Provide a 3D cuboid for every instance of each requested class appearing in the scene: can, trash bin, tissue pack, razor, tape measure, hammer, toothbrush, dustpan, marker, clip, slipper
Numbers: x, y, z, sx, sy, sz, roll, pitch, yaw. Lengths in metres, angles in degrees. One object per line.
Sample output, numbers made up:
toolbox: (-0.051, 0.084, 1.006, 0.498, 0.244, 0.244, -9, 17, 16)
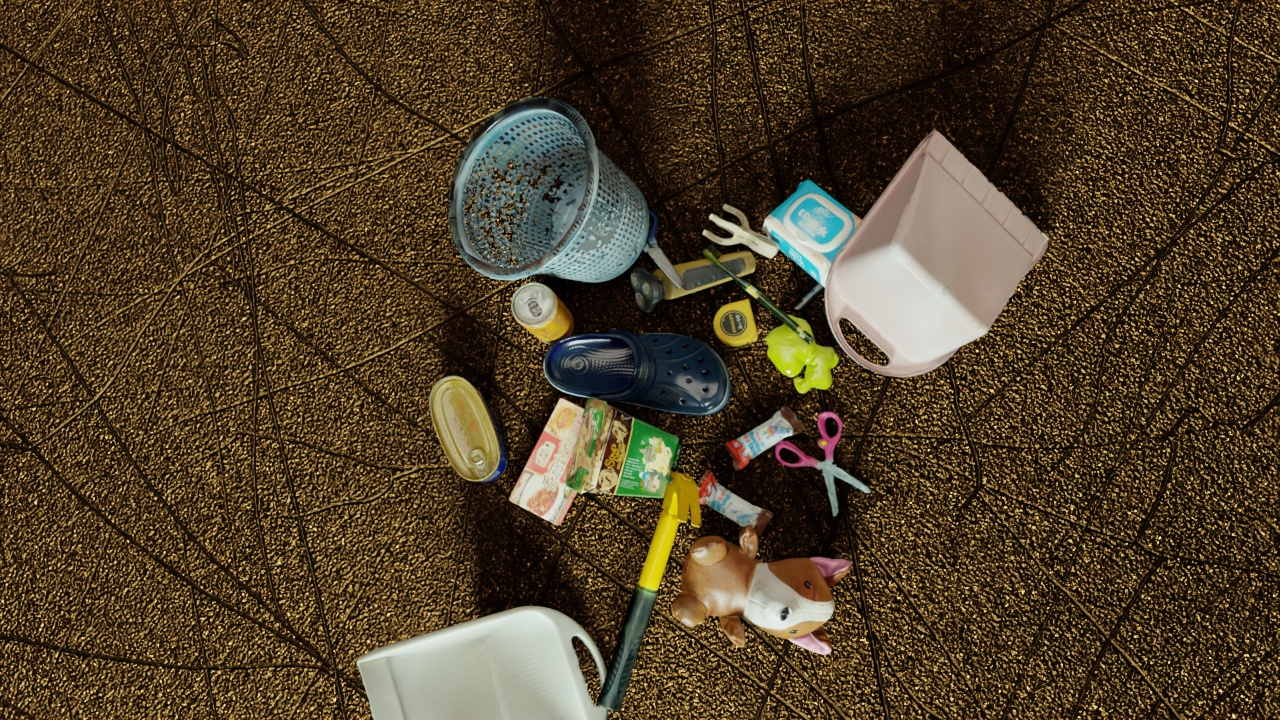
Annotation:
can: (-0.230, 0.093, 1.229, 0.074, 0.049, 0.148, -26, 77, 2)
trash bin: (-0.097, -0.192, 1.176, 0.227, 0.195, 0.226, -7, 77, 31)
tissue pack: (0.236, -0.167, 1.204, 0.090, 0.063, 0.140, -44, 66, -4)
razor: (0.072, -0.112, 1.227, 0.167, 0.067, 0.062, -15, 99, -2)
tape measure: (0.126, -0.047, 1.221, 0.057, 0.029, 0.060, -14, 77, 4)
hammer: (0.008, 0.282, 1.133, 0.033, 0.129, 0.300, 19, 87, -16)
toothbrush: (0.155, -0.087, 1.197, 0.186, 0.012, 0.017, 41, 61, 7)
dustpan: (0.360, -0.120, 1.175, 0.222, 0.139, 0.272, 43, 59, -9)
marker: (0.251, -0.109, 1.224, 0.124, 0.015, 0.018, -41, 72, -3)
dustpan: (-0.163, 0.407, 1.086, 0.143, 0.257, 0.222, -28, 75, 25)
clip: (0.126, -0.167, 1.220, 0.101, 0.096, 0.035, 50, 132, 33)
can: (-0.126, -0.059, 1.195, 0.058, 0.146, 0.058, -1, 82, 5)
slipper: (-0.007, 0.007, 1.197, 0.253, 0.095, 0.105, 7, 82, 12)

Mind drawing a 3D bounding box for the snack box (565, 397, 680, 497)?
snack box: (-0.021, 0.120, 1.159, 0.105, 0.118, 0.118, 17, 86, -19)

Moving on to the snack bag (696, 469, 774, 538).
snack bag: (0.116, 0.186, 1.177, 0.104, 0.026, 0.048, 35, 97, 13)

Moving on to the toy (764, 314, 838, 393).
toy: (0.209, -0.007, 1.201, 0.100, 0.031, 0.096, 18, 78, 7)

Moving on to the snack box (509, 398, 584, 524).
snack box: (-0.107, 0.133, 1.217, 0.075, 0.025, 0.152, 26, 83, 11)

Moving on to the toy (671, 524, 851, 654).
toy: (0.147, 0.278, 1.110, 0.199, 0.130, 0.140, 16, 96, 1)

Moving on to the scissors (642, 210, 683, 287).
scissors: (0.027, -0.154, 1.225, 0.175, 0.012, 0.105, 26, 70, 38)

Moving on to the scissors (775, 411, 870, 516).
scissors: (0.231, 0.134, 1.179, 0.125, 0.017, 0.133, -8, 81, 4)

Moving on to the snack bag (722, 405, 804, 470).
snack bag: (0.158, 0.100, 1.187, 0.105, 0.026, 0.045, -32, 53, 1)
